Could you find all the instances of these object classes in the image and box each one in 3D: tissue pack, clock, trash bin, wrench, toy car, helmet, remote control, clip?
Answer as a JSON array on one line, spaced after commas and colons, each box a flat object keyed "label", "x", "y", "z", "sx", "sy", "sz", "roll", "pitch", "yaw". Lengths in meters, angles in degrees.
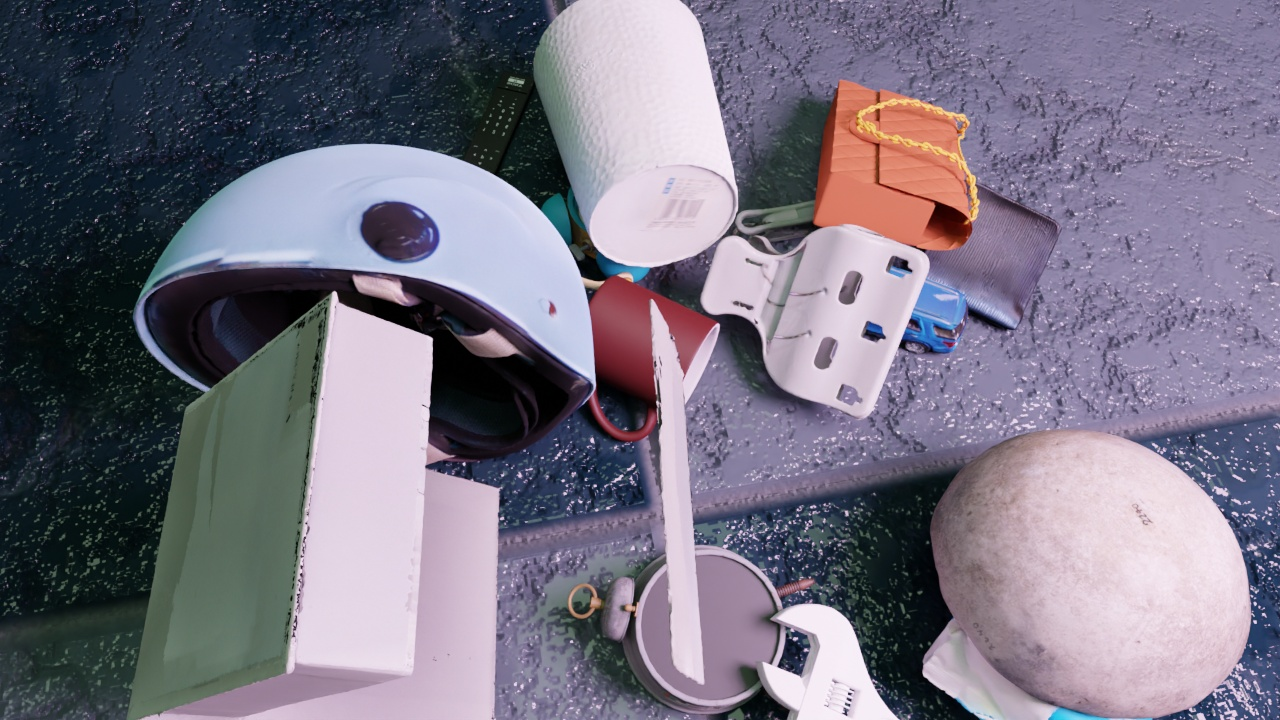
[{"label": "tissue pack", "x": 0.278, "y": 0.156, "z": 0.569, "sx": 0.208, "sy": 0.066, "sz": 0.117, "roll": -38, "pitch": 65, "yaw": -25}, {"label": "clock", "x": 0.027, "y": 0.163, "z": 0.572, "sx": 0.148, "sy": 0.056, "sz": 0.103, "roll": 12, "pitch": 72, "yaw": -1}, {"label": "trash bin", "x": 0.000, "y": -0.162, "z": 0.663, "sx": 0.133, "sy": 0.133, "sz": 0.161, "roll": -10, "pitch": 59, "yaw": -6}, {"label": "wrench", "x": 0.175, "y": 0.248, "z": 0.528, "sx": 0.273, "sy": 0.018, "sz": 0.066, "roll": 43, "pitch": 71, "yaw": 5}, {"label": "toy car", "x": 0.187, "y": -0.046, "z": 0.690, "sx": 0.120, "sy": 0.044, "sz": 0.056, "roll": 18, "pitch": 64, "yaw": 8}, {"label": "helmet", "x": -0.161, "y": -0.039, "z": 0.575, "sx": 0.265, "sy": 0.226, "sz": 0.166, "roll": 11, "pitch": 59, "yaw": -27}, {"label": "remote control", "x": -0.124, "y": -0.190, "z": 0.774, "sx": 0.030, "sy": 0.009, "sz": 0.139, "roll": 14, "pitch": 64, "yaw": 6}, {"label": "clock", "x": -0.024, "y": -0.108, "z": 0.718, "sx": 0.099, "sy": 0.044, "sz": 0.129, "roll": 32, "pitch": 60, "yaw": 14}, {"label": "clip", "x": 0.119, "y": -0.040, "z": 0.652, "sx": 0.144, "sy": 0.075, "sz": 0.125, "roll": 26, "pitch": 106, "yaw": 28}, {"label": "clip", "x": 0.111, "y": -0.108, "z": 0.729, "sx": 0.076, "sy": 0.045, "sz": 0.023, "roll": -10, "pitch": 62, "yaw": -6}]

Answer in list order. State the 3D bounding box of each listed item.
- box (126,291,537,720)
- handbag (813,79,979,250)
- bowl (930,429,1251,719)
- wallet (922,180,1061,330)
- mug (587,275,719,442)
[{"label": "box", "x": -0.136, "y": 0.132, "z": 0.541, "sx": 0.172, "sy": 0.380, "sz": 0.167, "roll": -9, "pitch": 62, "yaw": 12}, {"label": "handbag", "x": 0.198, "y": -0.157, "z": 0.705, "sx": 0.109, "sy": 0.060, "sz": 0.171, "roll": 15, "pitch": 40, "yaw": 3}, {"label": "bowl", "x": 0.264, "y": 0.103, "z": 0.520, "sx": 0.178, "sy": 0.081, "sz": 0.178, "roll": 2, "pitch": 51, "yaw": -2}, {"label": "wallet", "x": 0.273, "y": -0.086, "z": 0.722, "sx": 0.089, "sy": 0.026, "sz": 0.114, "roll": 27, "pitch": 66, "yaw": 10}, {"label": "mug", "x": -0.004, "y": 0.004, "z": 0.652, "sx": 0.082, "sy": 0.073, "sz": 0.106, "roll": 26, "pitch": 95, "yaw": 11}]
